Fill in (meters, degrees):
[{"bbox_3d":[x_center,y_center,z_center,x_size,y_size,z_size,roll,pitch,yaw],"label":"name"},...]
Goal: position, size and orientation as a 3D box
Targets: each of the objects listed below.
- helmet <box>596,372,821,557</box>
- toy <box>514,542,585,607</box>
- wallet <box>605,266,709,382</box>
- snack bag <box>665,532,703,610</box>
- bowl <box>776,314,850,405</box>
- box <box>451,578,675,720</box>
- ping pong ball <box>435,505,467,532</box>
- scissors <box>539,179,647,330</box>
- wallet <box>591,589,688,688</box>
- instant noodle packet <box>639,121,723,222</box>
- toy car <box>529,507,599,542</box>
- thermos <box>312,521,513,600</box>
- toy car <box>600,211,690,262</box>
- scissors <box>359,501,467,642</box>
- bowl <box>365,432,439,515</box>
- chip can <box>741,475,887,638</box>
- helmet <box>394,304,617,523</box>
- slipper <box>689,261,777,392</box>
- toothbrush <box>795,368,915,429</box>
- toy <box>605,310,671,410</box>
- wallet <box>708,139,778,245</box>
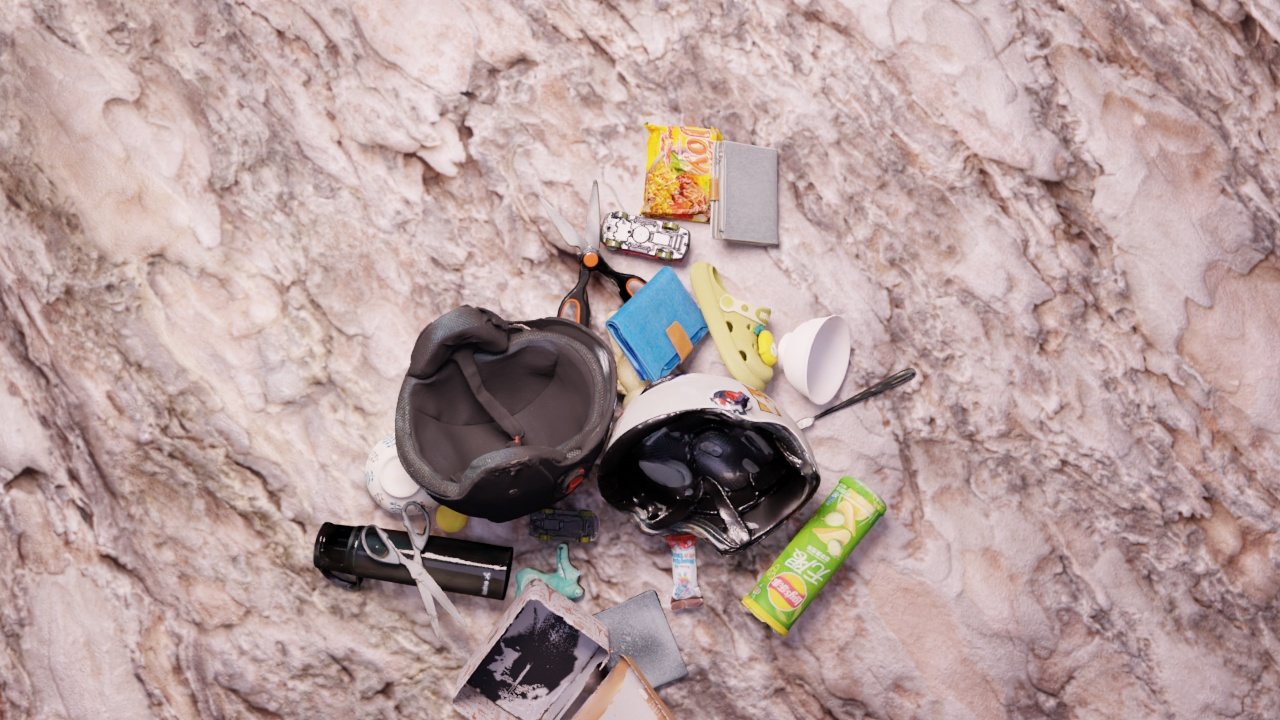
[{"bbox_3d":[0.080,0.105,1.128,0.274,0.156,0.231,21,126,-18],"label":"helmet"},{"bbox_3d":[-0.118,0.285,1.192,0.092,0.030,0.096,-1,88,-6],"label":"toy"},{"bbox_3d":[0.025,-0.044,1.168,0.132,0.040,0.106,-45,108,-36],"label":"wallet"},{"bbox_3d":[0.057,0.272,1.200,0.045,0.026,0.105,-4,89,-13],"label":"snack bag"},{"bbox_3d":[0.217,-0.006,1.193,0.065,0.118,0.118,13,86,37],"label":"bowl"},{"bbox_3d":[-0.092,0.417,1.124,0.272,0.130,0.179,39,94,20],"label":"box"},{"bbox_3d":[-0.244,0.202,1.185,0.040,0.040,0.040,0,87,-2],"label":"ping pong ball"},{"bbox_3d":[-0.054,-0.112,1.187,0.224,0.021,0.221,19,103,-16],"label":"scissors"},{"bbox_3d":[-0.003,0.372,1.198,0.097,0.019,0.121,-22,87,-5],"label":"wallet"},{"bbox_3d":[0.055,-0.251,1.217,0.110,0.044,0.128,4,87,-6],"label":"instant noodle packet"},{"bbox_3d":[-0.098,0.213,1.193,0.090,0.035,0.042,4,88,-2],"label":"toy car"},{"bbox_3d":[-0.289,0.262,1.175,0.242,0.068,0.090,8,119,0],"label":"thermos"},{"bbox_3d":[0.006,-0.161,1.210,0.120,0.045,0.053,15,84,5],"label":"toy car"},{"bbox_3d":[-0.277,0.257,1.128,0.166,0.014,0.162,12,76,-1],"label":"scissors"},{"bbox_3d":[-0.300,0.146,1.176,0.113,0.062,0.113,0,89,-2],"label":"bowl"},{"bbox_3d":[0.226,0.249,1.184,0.072,0.072,0.221,40,86,0],"label":"chip can"},{"bbox_3d":[-0.154,0.071,1.104,0.274,0.230,0.233,-22,63,-7],"label":"helmet"},{"bbox_3d":[0.128,-0.050,1.181,0.082,0.091,0.190,-27,83,17],"label":"slipper"},{"bbox_3d":[0.287,0.051,1.225,0.181,0.018,0.015,-25,85,-4],"label":"toothbrush"},{"bbox_3d":[-0.007,0.007,1.190,0.105,0.066,0.157,-12,95,-15],"label":"toy"},{"bbox_3d":[0.135,-0.219,1.211,0.106,0.037,0.129,2,87,-29],"label":"wallet"}]
